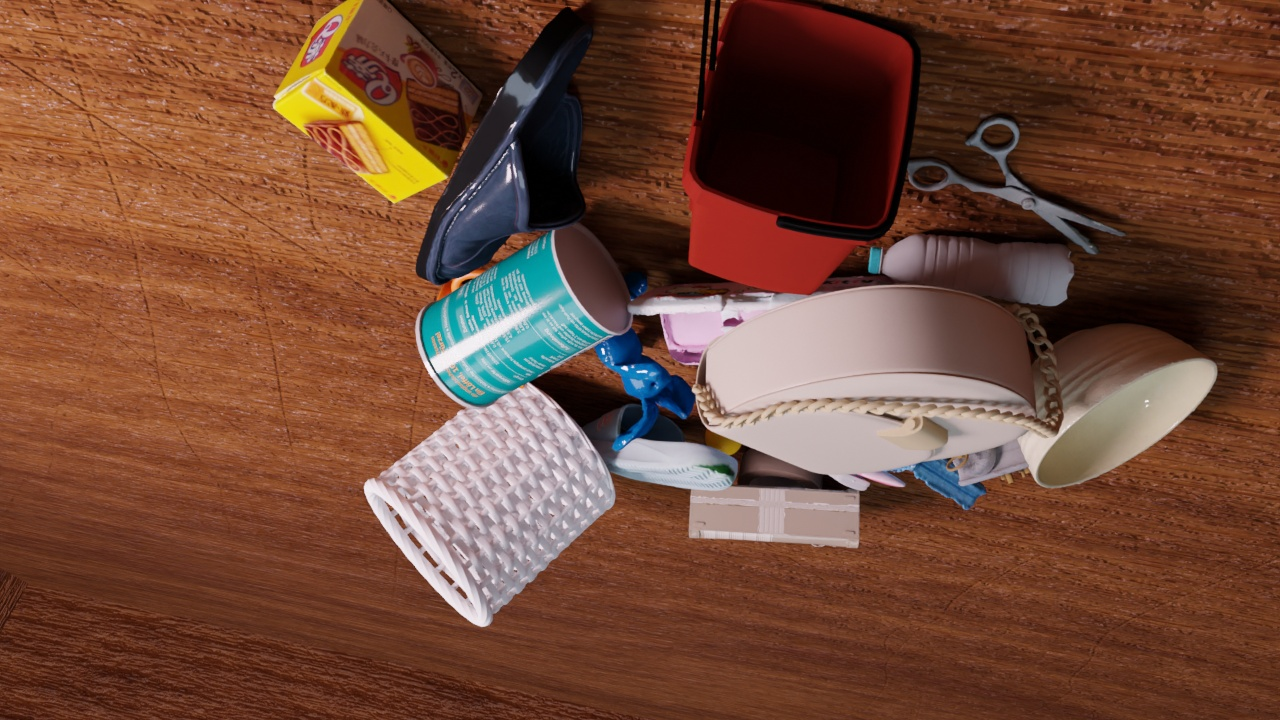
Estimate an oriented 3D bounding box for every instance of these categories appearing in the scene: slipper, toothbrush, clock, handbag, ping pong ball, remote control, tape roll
[{"bbox_3d":[0.012,0.089,0.977,0.104,0.074,0.246,26,165,-34],"label":"slipper"},{"bbox_3d":[0.189,0.095,0.884,0.135,0.016,0.021,25,-176,22],"label":"toothbrush"},{"bbox_3d":[0.317,0.079,0.804,0.147,0.056,0.104,-7,164,-36],"label":"clock"},{"bbox_3d":[0.163,0.014,0.651,0.209,0.103,0.210,-15,153,37],"label":"handbag"},{"bbox_3d":[0.148,0.186,1.051,0.176,0.062,0.198,2,164,6],"label":"handbag"},{"bbox_3d":[0.088,0.081,0.968,0.040,0.040,0.040,10,149,6],"label":"ping pong ball"},{"bbox_3d":[0.195,0.110,0.932,0.033,0.012,0.131,21,-178,-8],"label":"remote control"},{"bbox_3d":[-0.080,-0.117,0.640,0.083,0.108,0.266,36,141,-7],"label":"slipper"},{"bbox_3d":[0.157,0.131,1.032,0.094,0.030,0.094,10,149,6],"label":"tape roll"}]

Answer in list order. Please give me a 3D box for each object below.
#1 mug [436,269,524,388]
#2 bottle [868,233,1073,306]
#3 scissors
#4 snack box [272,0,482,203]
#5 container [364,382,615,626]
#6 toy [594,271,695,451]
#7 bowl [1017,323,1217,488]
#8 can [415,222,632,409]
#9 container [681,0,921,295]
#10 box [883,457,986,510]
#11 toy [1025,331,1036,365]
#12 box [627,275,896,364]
[{"bbox_3d":[-0.139,-0.036,0.843,0.096,0.077,0.113,17,130,-5],"label":"mug"},{"bbox_3d":[0.235,-0.067,0.662,0.136,0.044,0.044,6,149,13],"label":"bottle"},{"bbox_3d":[0.244,-0.109,0.621,0.131,0.014,0.153,-13,137,37],"label":"scissors"},{"bbox_3d":[-0.172,-0.175,0.613,0.061,0.083,0.105,-13,141,38],"label":"snack box"},{"bbox_3d":[-0.155,0.144,0.963,0.189,0.186,0.190,38,152,24],"label":"container"},{"bbox_3d":[-0.005,0.005,0.823,0.071,0.112,0.176,1,131,26],"label":"toy"},{"bbox_3d":[0.352,0.025,0.712,0.150,0.075,0.151,-16,142,-14],"label":"bowl"},{"bbox_3d":[-0.093,-0.035,0.739,0.144,0.099,0.099,-28,133,24],"label":"can"},{"bbox_3d":[0.087,-0.136,0.511,0.127,0.147,0.201,14,159,1],"label":"container"},{"bbox_3d":[0.203,0.062,0.889,0.231,0.060,0.175,30,171,-27],"label":"box"},{"bbox_3d":[0.287,0.013,0.754,0.103,0.046,0.084,-11,155,-26],"label":"toy"},{"bbox_3d":[0.100,-0.026,0.728,0.202,0.101,0.111,0,122,22],"label":"box"}]
